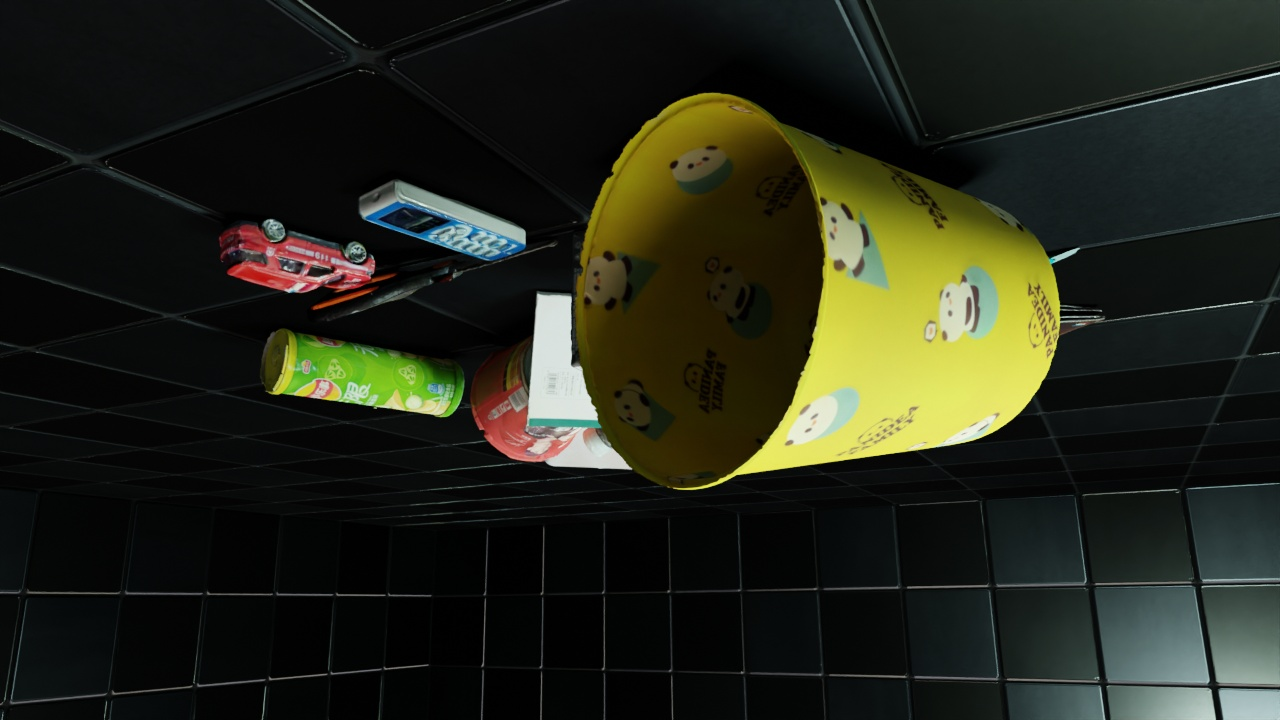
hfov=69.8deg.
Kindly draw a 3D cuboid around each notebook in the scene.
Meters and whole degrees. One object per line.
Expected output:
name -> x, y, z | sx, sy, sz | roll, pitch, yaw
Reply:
notebook -> -0.005, 0.005, 0.923 | 0.209, 0.151, 0.012 | 3, -152, -11

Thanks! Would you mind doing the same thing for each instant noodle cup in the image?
instant noodle cup -> -0.104, 0.034, 1.010 | 0.137, 0.137, 0.109 | 8, 157, -29

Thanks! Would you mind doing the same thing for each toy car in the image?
toy car -> -0.276, -0.079, 0.741 | 0.120, 0.045, 0.053 | 10, 164, -40

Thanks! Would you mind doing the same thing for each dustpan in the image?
dustpan -> -0.052, 0.057, 1.326 | 0.222, 0.138, 0.274 | 8, 135, -25

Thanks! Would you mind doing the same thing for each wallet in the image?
wallet -> 0.418, -0.034, 0.984 | 0.096, 0.020, 0.122 | 1, 167, -7

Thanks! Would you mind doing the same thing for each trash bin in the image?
trash bin -> 0.123, -0.035, 0.610 | 0.254, 0.229, 0.230 | 3, 166, -36

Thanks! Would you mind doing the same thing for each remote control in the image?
remote control -> -0.145, -0.104, 0.688 | 0.049, 0.024, 0.124 | -13, 162, 39

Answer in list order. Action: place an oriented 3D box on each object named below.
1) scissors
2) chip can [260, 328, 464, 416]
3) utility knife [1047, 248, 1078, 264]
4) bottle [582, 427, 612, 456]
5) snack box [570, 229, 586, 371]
scissors -> -0.178, -0.064, 0.766 | 0.235, 0.022, 0.124 | -6, -157, 31
chip can -> -0.308, 0.017, 1.042 | 0.221, 0.072, 0.073 | 12, 161, -40
utility knife -> 0.307, -0.064, 0.825 | 0.172, 0.013, 0.029 | -25, 163, 29
bottle -> 0.020, 0.041, 1.007 | 0.195, 0.080, 0.044 | -35, 158, 18
snack box -> -0.009, -0.037, 0.769 | 0.053, 0.113, 0.125 | -6, 164, 22
